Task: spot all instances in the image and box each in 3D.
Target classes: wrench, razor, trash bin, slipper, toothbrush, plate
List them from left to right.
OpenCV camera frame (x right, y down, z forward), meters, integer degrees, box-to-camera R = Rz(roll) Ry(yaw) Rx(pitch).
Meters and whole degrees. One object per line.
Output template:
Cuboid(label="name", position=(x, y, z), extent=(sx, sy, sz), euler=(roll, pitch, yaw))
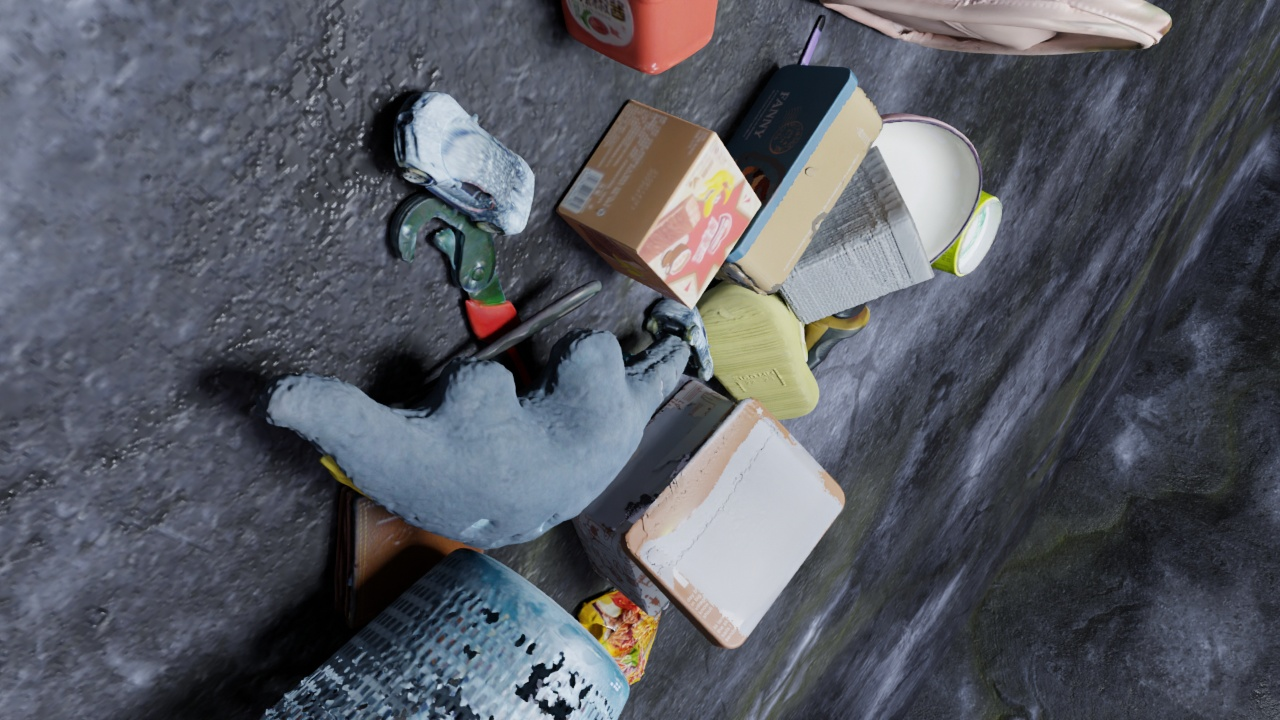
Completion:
Cuboid(label="trash bin", position=(-0.120, 0.235, 0.569), extent=(0.194, 0.227, 0.227), euler=(-50, 146, -24))
Cuboid(label="toothbrush", position=(-0.097, -0.003, 0.587), extent=(0.180, 0.018, 0.016), euler=(-34, 138, -19))
Cuboid(label="wrench", position=(-0.094, -0.007, 0.615), extent=(0.056, 0.016, 0.274), euler=(-42, 143, -19))
Cuboid(label="slipper", position=(0.105, -0.018, 0.823), extent=(0.190, 0.092, 0.081), euler=(55, 32, -46))
Cuboid(label="toothbrush", position=(0.114, -0.188, 0.746), extent=(0.014, 0.017, 0.189), euler=(8, 108, -54))
Cuboid(label="razor", position=(0.162, -0.027, 0.866), extent=(0.062, 0.067, 0.168), euler=(-59, 179, -34))
Cuboid(label="plate", position=(0.199, -0.139, 0.806), extent=(0.192, 0.039, 0.193), euler=(-6, 138, -6))

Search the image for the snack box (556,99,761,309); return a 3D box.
Cuboid(label="snack box", position=(0.015, -0.104, 0.625), extent=(0.092, 0.077, 0.094), euler=(-57, 147, -4))

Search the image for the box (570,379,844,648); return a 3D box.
Cuboid(label="box", position=(0.067, 0.135, 0.789), extent=(0.182, 0.178, 0.153), euler=(-43, 145, -22))

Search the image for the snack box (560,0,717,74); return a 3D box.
Cuboid(label="snack box", position=(0.000, -0.214, 0.512), extent=(0.081, 0.091, 0.080), euler=(-40, 148, -26))

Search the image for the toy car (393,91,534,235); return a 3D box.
Cuboid(label="toy car", position=(-0.094, -0.108, 0.510), extent=(0.105, 0.031, 0.049), euler=(31, 63, -56))

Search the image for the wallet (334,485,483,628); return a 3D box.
Cuboid(label="wallet", position=(-0.149, 0.115, 0.627), extent=(0.124, 0.032, 0.101), euler=(-16, 125, -47))

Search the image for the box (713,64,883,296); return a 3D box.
Cuboid(label="box", position=(0.107, -0.143, 0.698), extent=(0.061, 0.090, 0.184), euler=(34, 85, -38))

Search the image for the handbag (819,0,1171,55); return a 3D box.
Cuboid(label="handbag", position=(0.269, -0.271, 0.684), extent=(0.192, 0.234, 0.093), euler=(-9, 124, -50))

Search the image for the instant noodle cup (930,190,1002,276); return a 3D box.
Cuboid(label="instant noodle cup", position=(0.279, -0.142, 0.899), extent=(0.111, 0.123, 0.112), euler=(-32, 138, -35))

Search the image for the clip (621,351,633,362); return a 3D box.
Cuboid(label="clip", position=(-0.006, 0.006, 0.744), extent=(0.040, 0.014, 0.056), euler=(-60, 148, 0))

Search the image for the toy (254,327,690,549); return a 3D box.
Cuboid(label="toy", position=(-0.075, 0.048, 0.590), extent=(0.355, 0.091, 0.138), euler=(-12, 110, -51))

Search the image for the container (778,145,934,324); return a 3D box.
Cuboid(label="container", position=(0.161, -0.095, 0.742), extent=(0.114, 0.090, 0.090), euler=(-24, 144, 16))

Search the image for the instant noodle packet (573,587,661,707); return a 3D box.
Cuboid(label="instant noodle packet", position=(-0.026, 0.281, 0.907), extent=(0.110, 0.044, 0.129), euler=(-11, 124, -44))

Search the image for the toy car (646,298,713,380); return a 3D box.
Cuboid(label="toy car", position=(0.036, -0.016, 0.756), extent=(0.034, 0.043, 0.091), euler=(-62, 150, -27))
